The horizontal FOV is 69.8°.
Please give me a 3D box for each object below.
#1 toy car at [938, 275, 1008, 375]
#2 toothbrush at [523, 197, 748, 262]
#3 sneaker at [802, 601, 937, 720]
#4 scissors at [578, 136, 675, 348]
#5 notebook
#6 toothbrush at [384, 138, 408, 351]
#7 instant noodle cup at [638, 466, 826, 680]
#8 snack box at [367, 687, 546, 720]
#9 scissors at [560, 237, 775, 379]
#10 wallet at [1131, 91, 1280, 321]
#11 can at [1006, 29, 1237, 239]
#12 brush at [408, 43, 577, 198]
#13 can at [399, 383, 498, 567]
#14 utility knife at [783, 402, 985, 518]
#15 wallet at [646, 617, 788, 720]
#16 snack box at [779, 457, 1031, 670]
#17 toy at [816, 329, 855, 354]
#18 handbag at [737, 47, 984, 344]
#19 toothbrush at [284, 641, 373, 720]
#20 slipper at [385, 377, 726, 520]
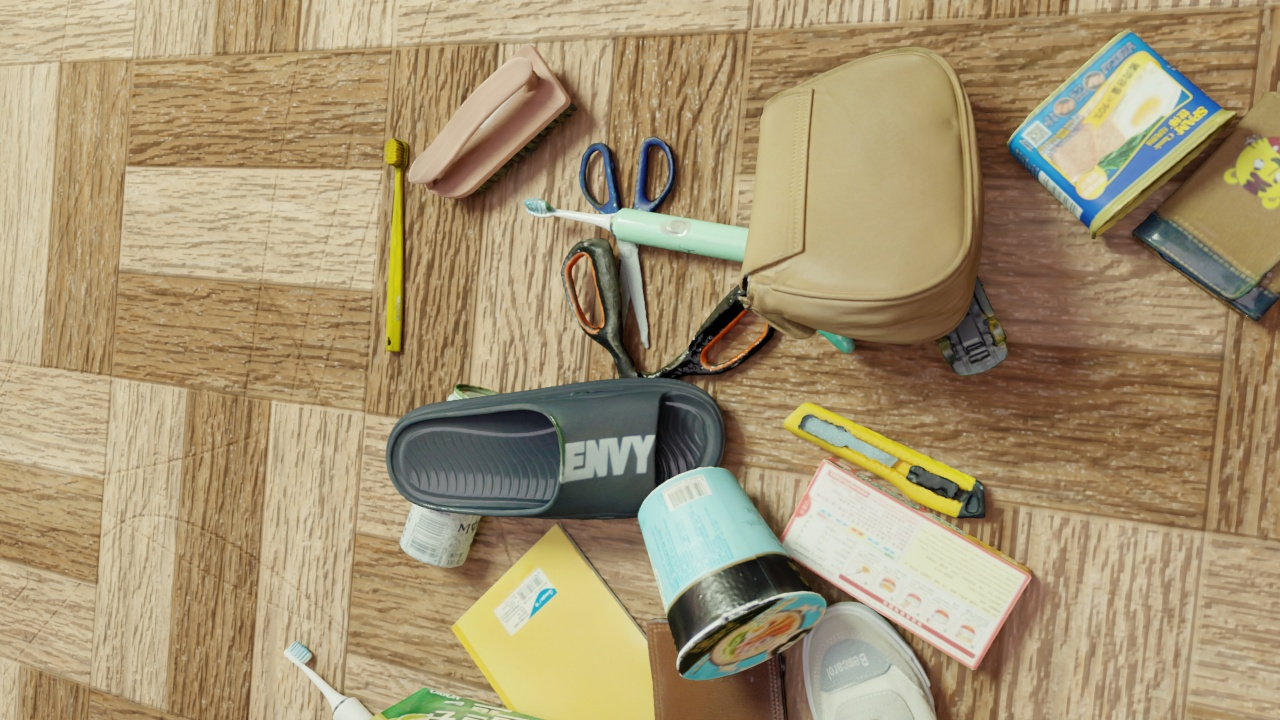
[{"bbox_3d":[0.217,-0.034,0.625,0.043,0.036,0.091,-24,79,23],"label":"toy car"},{"bbox_3d":[0.014,-0.100,0.705,0.225,0.027,0.026,12,71,17],"label":"toothbrush"},{"bbox_3d":[0.175,0.284,0.614,0.090,0.090,0.242,-31,78,19],"label":"sneaker"},{"bbox_3d":[-0.018,-0.097,0.738,0.140,0.012,0.171,32,103,18],"label":"scissors"},{"bbox_3d":[-0.052,0.258,0.752,0.146,0.010,0.206,-46,74,17],"label":"notebook"},{"bbox_3d":[-0.220,-0.103,0.819,0.016,0.016,0.190,2,91,23],"label":"toothbrush"},{"bbox_3d":[0.055,0.145,0.651,0.111,0.111,0.120,-40,51,18],"label":"instant noodle cup"},{"bbox_3d":[-0.113,0.327,0.712,0.240,0.114,0.063,3,95,27],"label":"snack box"},{"bbox_3d":[0.002,0.004,0.718,0.235,0.021,0.221,-33,84,18],"label":"scissors"},{"bbox_3d":[0.380,-0.094,0.562,0.090,0.033,0.115,44,102,18],"label":"wallet"},{"bbox_3d":[0.300,-0.143,0.581,0.102,0.057,0.083,-43,72,16],"label":"can"},{"bbox_3d":[-0.126,-0.188,0.750,0.146,0.073,0.063,-37,77,20],"label":"brush"},{"bbox_3d":[-0.152,0.097,0.768,0.058,0.058,0.147,23,98,21],"label":"can"},{"bbox_3d":[0.173,0.072,0.654,0.154,0.015,0.033,25,97,21],"label":"utility knife"},{"bbox_3d":[0.060,0.252,0.687,0.101,0.032,0.124,-6,84,14],"label":"wallet"},{"bbox_3d":[0.182,0.139,0.645,0.156,0.027,0.077,30,101,20],"label":"snack box"},{"bbox_3d":[0.148,-0.066,0.660,0.092,0.030,0.096,-44,67,12],"label":"toy"},{"bbox_3d":[0.146,-0.102,0.600,0.148,0.100,0.204,-1,58,20],"label":"handbag"},{"bbox_3d":[-0.247,0.333,0.825,0.221,0.027,0.026,37,65,19],"label":"toothbrush"},{"bbox_3d":[-0.070,0.077,0.687,0.268,0.083,0.111,-4,99,7],"label":"slipper"}]
